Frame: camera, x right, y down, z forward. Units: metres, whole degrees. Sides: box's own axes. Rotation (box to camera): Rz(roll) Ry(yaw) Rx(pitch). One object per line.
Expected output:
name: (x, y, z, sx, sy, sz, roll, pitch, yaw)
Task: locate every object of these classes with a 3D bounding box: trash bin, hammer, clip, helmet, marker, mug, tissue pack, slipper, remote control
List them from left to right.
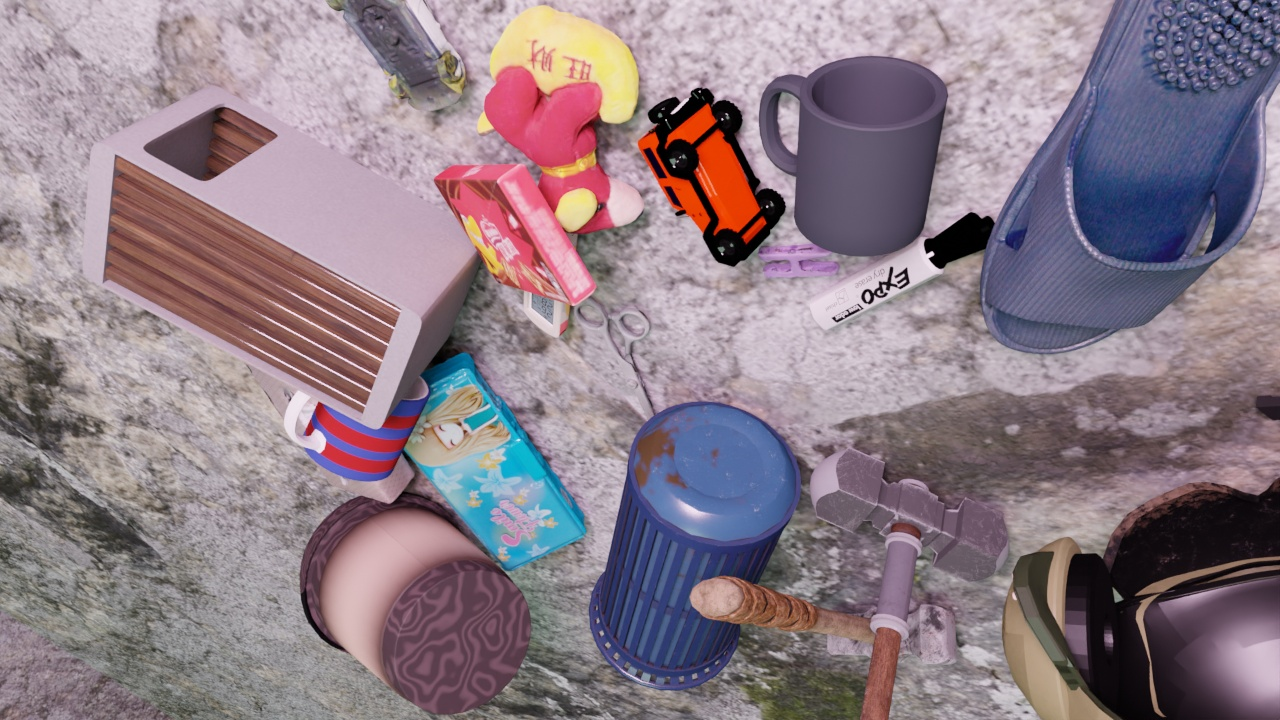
trash bin: (-0.246, -0.074, 0.648, 0.229, 0.114, 0.115, 29, 127, -4)
tissue pack: (-0.295, 0.065, 0.870, 0.104, 0.071, 0.181, 12, 136, 32)
mug: (-0.224, 0.042, 0.702, 0.075, 0.111, 0.076, 37, 108, 25)
remote control: (-0.065, -0.067, 0.650, 0.038, 0.018, 0.126, 38, 145, 21)
trash bin: (0.039, 0.153, 0.750, 0.139, 0.139, 0.250, 19, 138, 7)
clip: (0.101, -0.061, 0.585, 0.053, 0.013, 0.037, 12, 137, 18)
hammer: (0.140, 0.204, 0.720, 0.122, 0.048, 0.318, -11, 155, 35)
mug: (0.106, -0.115, 0.489, 0.105, 0.071, 0.078, 34, 148, 33)
hammer: (0.158, 0.210, 0.604, 0.156, 0.321, 0.043, 23, 140, 2)
marker: (0.156, -0.053, 0.554, 0.025, 0.025, 0.126, 41, 137, -18)
slipper: (0.241, -0.082, 0.428, 0.101, 0.082, 0.264, 6, 136, 1)
helmet: (0.337, 0.151, 0.487, 0.251, 0.254, 0.233, -17, 121, 40)

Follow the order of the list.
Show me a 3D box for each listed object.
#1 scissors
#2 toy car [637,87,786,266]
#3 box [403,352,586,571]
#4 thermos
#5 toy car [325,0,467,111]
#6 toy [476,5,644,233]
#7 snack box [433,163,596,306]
scissors: (-0.018, 0.005, 0.714, 0.090, 0.014, 0.172, 14, 137, 15)
toy car: (0.040, -0.106, 0.534, 0.049, 0.051, 0.100, 4, 133, 52)
box: (-0.169, 0.101, 0.849, 0.173, 0.083, 0.227, -6, 131, 31)
thermos: (-0.214, 0.229, 0.878, 0.226, 0.172, 0.173, 11, 145, 55)
toy car: (-0.143, -0.199, 0.544, 0.048, 0.033, 0.105, -7, 135, 30)
toy: (-0.049, -0.138, 0.542, 0.106, 0.067, 0.137, 7, 129, 19)
snack box: (-0.084, -0.083, 0.589, 0.133, 0.021, 0.089, 21, 145, 60)
